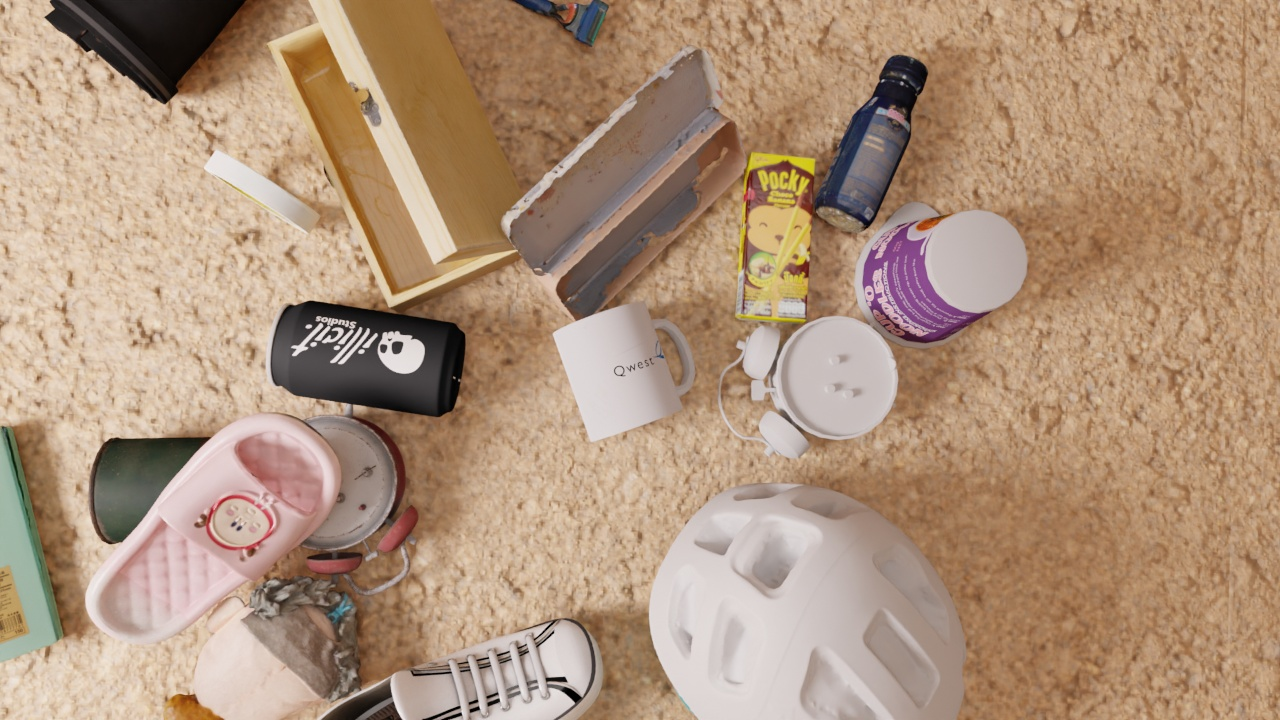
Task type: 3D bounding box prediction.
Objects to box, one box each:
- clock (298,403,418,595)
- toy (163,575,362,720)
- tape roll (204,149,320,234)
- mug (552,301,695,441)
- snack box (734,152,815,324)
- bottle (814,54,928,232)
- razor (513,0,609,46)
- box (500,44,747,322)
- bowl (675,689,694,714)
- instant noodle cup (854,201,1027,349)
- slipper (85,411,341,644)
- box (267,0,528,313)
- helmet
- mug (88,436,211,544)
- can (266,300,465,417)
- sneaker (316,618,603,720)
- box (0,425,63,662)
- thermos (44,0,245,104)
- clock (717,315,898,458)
[{"bbox_3d":[-0.246,0.118,0.760,0.110,0.062,0.157,-27,89,-7],"label":"clock"},{"bbox_3d":[-0.304,0.249,0.741,0.175,0.076,0.133,-37,105,-8],"label":"toy"},{"bbox_3d":[-0.309,-0.138,0.754,0.094,0.094,0.019,32,84,-2],"label":"tape roll"},{"bbox_3d":[-0.005,0.005,0.786,0.119,0.083,0.096,-18,88,-35],"label":"mug"},{"bbox_3d":[0.121,-0.109,0.825,0.061,0.026,0.149,4,86,-6],"label":"snack box"},{"bbox_3d":[0.209,-0.195,0.823,0.056,0.056,0.160,25,84,-3],"label":"bottle"},{"bbox_3d":[-0.100,-0.325,0.823,0.141,0.018,0.044,23,85,0],"label":"razor"},{"bbox_3d":[-0.008,-0.141,0.758,0.216,0.151,0.043,-44,63,-6],"label":"box"},{"bbox_3d":[0.069,0.244,0.780,0.121,0.046,0.121,5,77,-22],"label":"bowl"},{"bbox_3d":[0.262,-0.083,0.787,0.122,0.122,0.136,-2,86,-5],"label":"instant noodle cup"},{"bbox_3d":[-0.317,0.132,0.687,0.221,0.055,0.107,-43,119,2],"label":"slipper"},{"bbox_3d":[-0.189,-0.187,0.754,0.141,0.185,0.248,-26,90,-28],"label":"box"},{"bbox_3d":[0.151,0.233,0.737,0.223,0.184,0.282,-41,117,-20],"label":"helmet"},{"bbox_3d":[-0.382,0.115,0.744,0.081,0.084,0.111,-1,118,-7],"label":"mug"},{"bbox_3d":[-0.224,-0.002,0.760,0.146,0.080,0.080,9,85,-5],"label":"can"},{"bbox_3d":[-0.153,0.268,0.726,0.245,0.097,0.091,-21,53,-2],"label":"sneaker"},{"bbox_3d":[-0.523,0.147,0.725,0.077,0.080,0.188,-14,88,-7],"label":"box"},{"bbox_3d":[-0.370,-0.320,0.761,0.106,0.106,0.218,40,79,-2],"label":"thermos"},{"bbox_3d":[0.146,0.021,0.801,0.159,0.061,0.120,-14,88,-7],"label":"clock"}]
